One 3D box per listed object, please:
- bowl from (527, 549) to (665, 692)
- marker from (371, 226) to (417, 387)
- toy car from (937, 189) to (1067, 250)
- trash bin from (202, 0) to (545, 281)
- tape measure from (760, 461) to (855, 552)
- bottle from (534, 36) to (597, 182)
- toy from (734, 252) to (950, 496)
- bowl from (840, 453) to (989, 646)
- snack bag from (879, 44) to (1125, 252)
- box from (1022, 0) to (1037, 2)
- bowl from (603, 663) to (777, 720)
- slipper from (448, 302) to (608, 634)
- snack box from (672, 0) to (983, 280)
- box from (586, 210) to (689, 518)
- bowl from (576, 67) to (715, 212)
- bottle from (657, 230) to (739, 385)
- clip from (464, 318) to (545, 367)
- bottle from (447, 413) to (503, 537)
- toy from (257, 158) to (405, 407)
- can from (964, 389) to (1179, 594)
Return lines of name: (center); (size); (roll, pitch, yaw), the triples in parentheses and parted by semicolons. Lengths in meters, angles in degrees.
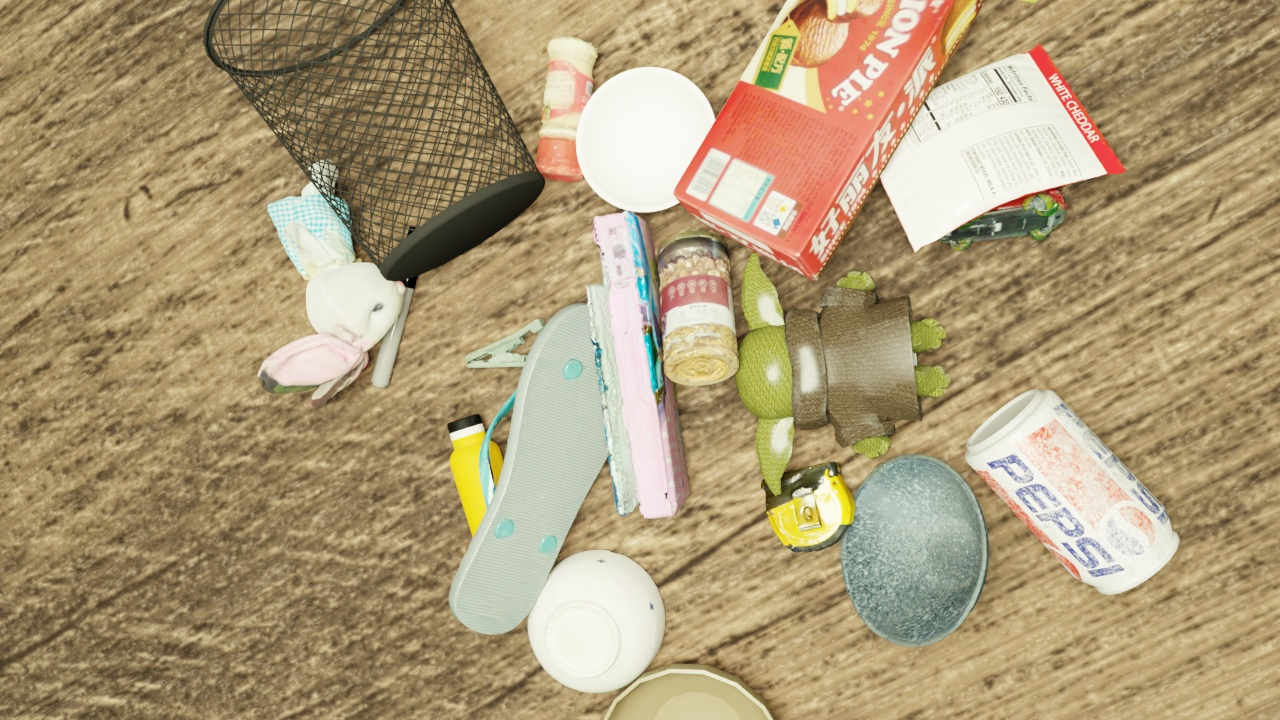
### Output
bowl: (-0.040, 0.215, 0.739); (0.113, 0.063, 0.113); (0, 93, 11)
marker: (-0.206, -0.045, 0.787); (0.016, 0.016, 0.140); (18, 96, 11)
toy car: (0.262, -0.106, 0.672); (0.091, 0.042, 0.036); (-2, 67, 17)
trash bin: (-0.189, -0.187, 0.703); (0.184, 0.184, 0.210); (-32, 91, 11)
tape measure: (0.131, 0.115, 0.707); (0.066, 0.037, 0.064); (-18, 78, 18)
bottle: (-0.060, -0.200, 0.736); (0.044, 0.044, 0.109); (7, 92, 12)
toy: (0.147, 0.005, 0.682); (0.153, 0.078, 0.179); (-6, 87, 19)
bowl: (0.215, 0.140, 0.674); (0.057, 0.137, 0.137); (13, 96, -29)
snack bag: (0.243, -0.156, 0.658); (0.144, 0.039, 0.130); (-22, 57, 12)
box: (0.272, -0.376, 0.620); (0.081, 0.124, 0.221); (16, 93, 11)
bowl: (0.044, 0.311, 0.731); (0.152, 0.050, 0.152); (0, 92, 12)
slipper: (-0.081, 0.085, 0.737); (0.098, 0.055, 0.268); (21, 86, -33)
snack box: (0.134, -0.188, 0.659); (0.113, 0.060, 0.236); (32, 92, 28)
box: (-0.006, 0.004, 0.711); (0.053, 0.084, 0.230); (-9, 91, 11)
bowl: (0.008, -0.170, 0.724); (0.110, 0.040, 0.110); (0, 92, 12)
bottle: (0.043, -0.039, 0.693); (0.056, 0.056, 0.105); (-9, 63, 12)
clip: (-0.111, -0.007, 0.766); (0.076, 0.023, 0.059); (-14, 88, 10)
bottle: (-0.126, 0.117, 0.763); (0.043, 0.043, 0.143); (-18, 88, 12)
toy: (-0.247, -0.069, 0.764); (0.105, 0.131, 0.205); (-5, 77, -1)
can: (0.304, 0.092, 0.652); (0.078, 0.078, 0.136); (-43, 84, 10)
